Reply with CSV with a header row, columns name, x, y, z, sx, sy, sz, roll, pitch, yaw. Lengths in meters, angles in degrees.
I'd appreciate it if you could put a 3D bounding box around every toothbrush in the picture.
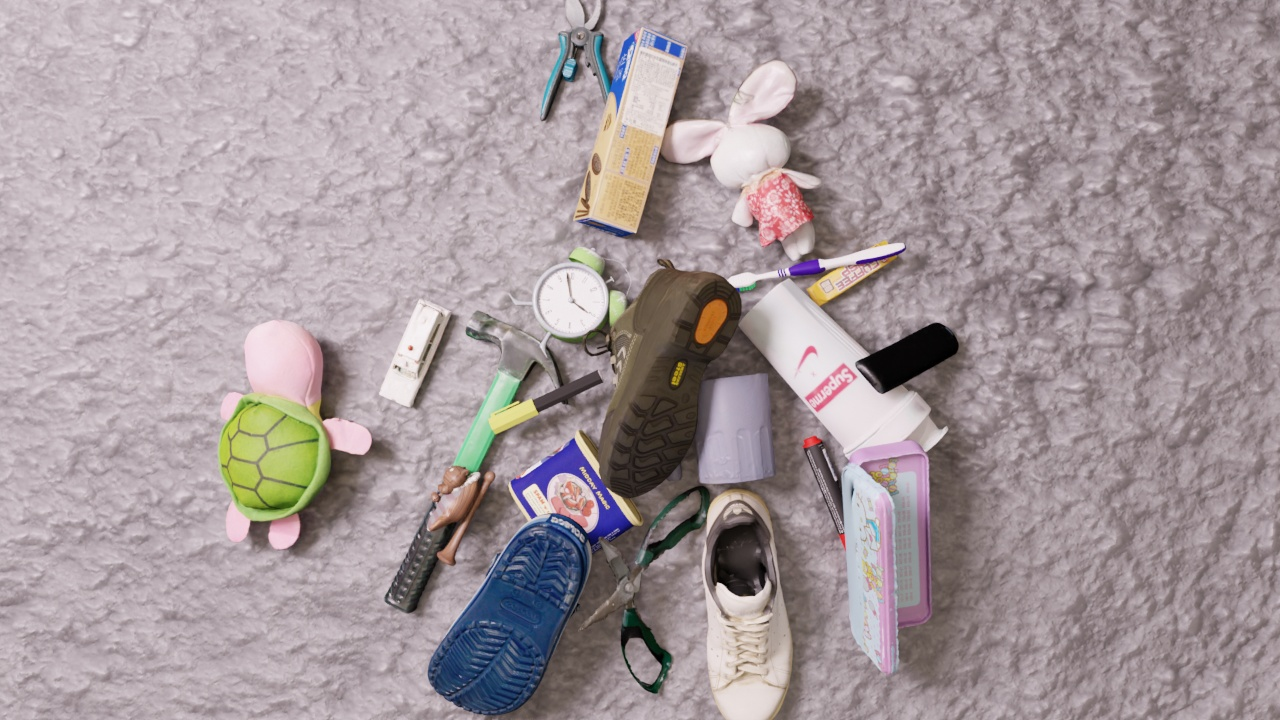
name,x,y,z,sx,sy,sz,roll,pitch,yaw
toothbrush,0.180,-0.097,0.952,0.187,0.016,0.015,-11,63,11

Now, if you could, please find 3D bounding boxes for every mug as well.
name,x,y,z,sx,sy,sz,roll,pitch,yaw
mug,0.075,0.070,0.939,0.124,0.083,0.104,-7,89,26

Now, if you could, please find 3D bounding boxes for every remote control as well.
name,x,y,z,sx,sy,sz,roll,pitch,yaw
remote control,0.267,-0.005,0.908,0.151,0.020,0.041,-22,67,-39

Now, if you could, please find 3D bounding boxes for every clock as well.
name,x,y,z,sx,sy,sz,roll,pitch,yaw
clock,-0.066,-0.065,0.961,0.119,0.042,0.094,-29,86,-3

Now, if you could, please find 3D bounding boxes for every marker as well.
name,x,y,z,sx,sy,sz,roll,pitch,yaw
marker,-0.097,0.040,0.940,0.124,0.017,0.021,-25,87,1
marker,0.204,0.147,0.952,0.023,0.021,0.145,-20,86,-29

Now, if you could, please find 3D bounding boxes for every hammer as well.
name,x,y,z,sx,sy,sz,roll,pitch,yaw
hammer,-0.185,0.116,0.968,0.130,0.032,0.318,26,89,3

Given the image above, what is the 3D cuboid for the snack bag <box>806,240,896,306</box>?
name,x,y,z,sx,sy,sz,roll,pitch,yaw
snack bag,0.222,-0.091,0.962,0.099,0.020,0.026,-32,87,1

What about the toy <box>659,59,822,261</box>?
name,x,y,z,sx,sy,sz,roll,pitch,yaw
toy,0.124,-0.193,0.943,0.159,0.084,0.194,-32,90,20

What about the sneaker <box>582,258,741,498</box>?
name,x,y,z,sx,sy,sz,roll,pitch,yaw
sneaker,-0.005,0.005,0.902,0.101,0.143,0.238,12,107,-38

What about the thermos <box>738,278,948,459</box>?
name,x,y,z,sx,sy,sz,roll,pitch,yaw
thermos,0.197,0.021,0.926,0.099,0.099,0.220,-43,82,0

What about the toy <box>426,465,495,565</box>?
name,x,y,z,sx,sy,sz,roll,pitch,yaw
toy,-0.189,0.151,0.932,0.055,0.042,0.101,30,82,-18

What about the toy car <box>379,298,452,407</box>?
name,x,y,z,sx,sy,sz,roll,pitch,yaw
toy car,-0.240,-0.008,0.970,0.039,0.039,0.113,23,89,3

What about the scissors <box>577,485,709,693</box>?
name,x,y,z,sx,sy,sz,roll,pitch,yaw
scissors,0.019,0.229,0.934,0.201,0.015,0.202,-41,124,-29

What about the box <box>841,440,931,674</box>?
name,x,y,z,sx,sy,sz,roll,pitch,yaw
box,0.240,0.191,0.868,0.089,0.092,0.214,-9,115,1

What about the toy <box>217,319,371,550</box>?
name,x,y,z,sx,sy,sz,roll,pitch,yaw
toy,-0.376,0.078,0.950,0.190,0.087,0.238,14,93,20

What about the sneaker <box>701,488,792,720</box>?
name,x,y,z,sx,sy,sz,roll,pitch,yaw
sneaker,0.108,0.252,0.910,0.089,0.102,0.241,-5,88,2

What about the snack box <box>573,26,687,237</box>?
name,x,y,z,sx,sy,sz,roll,pitch,yaw
snack box,-0.011,-0.236,0.956,0.056,0.057,0.206,16,88,-20

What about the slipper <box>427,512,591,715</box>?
name,x,y,z,sx,sy,sz,roll,pitch,yaw
slipper,-0.119,0.251,0.918,0.105,0.095,0.253,32,113,-1

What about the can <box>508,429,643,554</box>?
name,x,y,z,sx,sy,sz,roll,pitch,yaw
can,-0.068,0.145,0.947,0.092,0.056,0.116,-35,86,2

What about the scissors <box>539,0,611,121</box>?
name,x,y,z,sx,sy,sz,roll,pitch,yaw
scissors,-0.061,-0.315,0.987,0.124,0.019,0.156,36,91,3
